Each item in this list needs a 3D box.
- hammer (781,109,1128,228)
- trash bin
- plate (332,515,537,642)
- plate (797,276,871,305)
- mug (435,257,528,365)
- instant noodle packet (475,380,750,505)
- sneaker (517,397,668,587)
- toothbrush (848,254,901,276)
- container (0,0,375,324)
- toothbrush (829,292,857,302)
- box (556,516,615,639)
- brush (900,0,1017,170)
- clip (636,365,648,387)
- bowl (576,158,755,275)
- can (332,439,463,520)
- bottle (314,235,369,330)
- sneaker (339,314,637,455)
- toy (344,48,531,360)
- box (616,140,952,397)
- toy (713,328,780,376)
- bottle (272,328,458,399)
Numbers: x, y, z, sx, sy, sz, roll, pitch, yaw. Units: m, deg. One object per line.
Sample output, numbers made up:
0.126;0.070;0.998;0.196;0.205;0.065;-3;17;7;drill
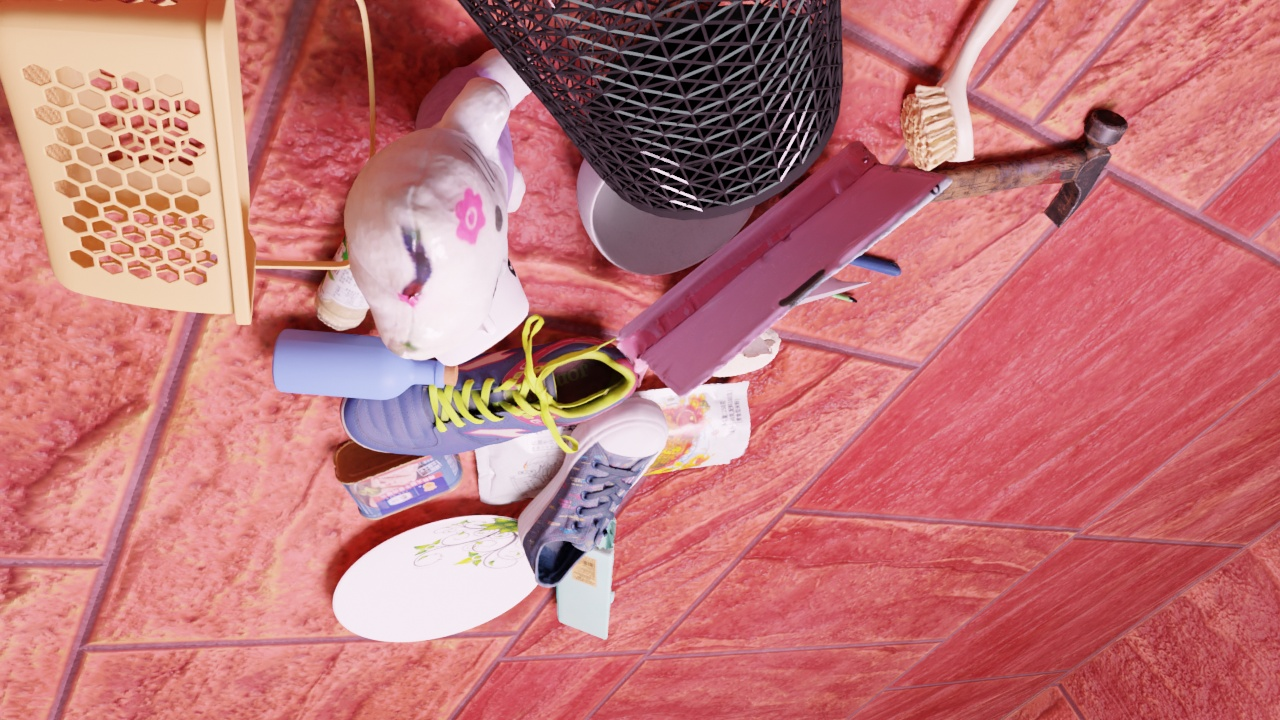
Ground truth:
0.275;-0.151;0.821;0.329;0.033;0.120;-10;140;-17;hammer
0.009;-0.210;0.483;0.217;0.216;0.243;-29;148;4;trash bin
-0.211;0.225;0.980;0.229;0.030;0.230;-15;140;-13;plate
0.110;-0.052;0.789;0.173;0.019;0.173;-16;179;0;plate
-0.127;-0.045;0.655;0.090;0.124;0.076;-37;107;-11;mug
-0.027;0.085;0.908;0.269;0.057;0.147;-9;138;-13;instant noodle packet
-0.043;0.131;0.864;0.087;0.079;0.236;14;131;-29;sneaker
0.169;-0.095;0.838;0.189;0.016;0.017;7;139;-34;toothbrush
-0.231;-0.126;0.499;0.167;0.129;0.184;-1;135;-18;container
0.139;-0.075;0.846;0.187;0.014;0.017;10;121;-36;toothbrush
-0.061;0.259;1.061;0.077;0.079;0.189;-11;139;-16;box
0.269;-0.263;0.679;0.077;0.062;0.273;-5;133;-30;brush
-0.002;0.005;0.855;0.035;0.022;0.058;-10;144;-23;clip
0.015;-0.133;0.673;0.131;0.064;0.132;-15;140;-13;bowl
-0.214;0.093;0.813;0.099;0.054;0.059;-21;139;-7;can
-0.195;-0.070;0.650;0.042;0.042;0.110;12;129;-38;bottle
-0.119;0.024;0.748;0.241;0.091;0.116;-12;105;-20;sneaker
-0.113;-0.101;0.542;0.085;0.208;0.138;12;130;-2;toy
0.086;-0.072;0.660;0.232;0.180;0.055;-39;102;-6;box
0.090;-0.008;0.861;0.087;0.050;0.112;-10;163;-18;toy
-0.204;0.005;0.692;0.131;0.048;0.048;5;135;-5;bottle
